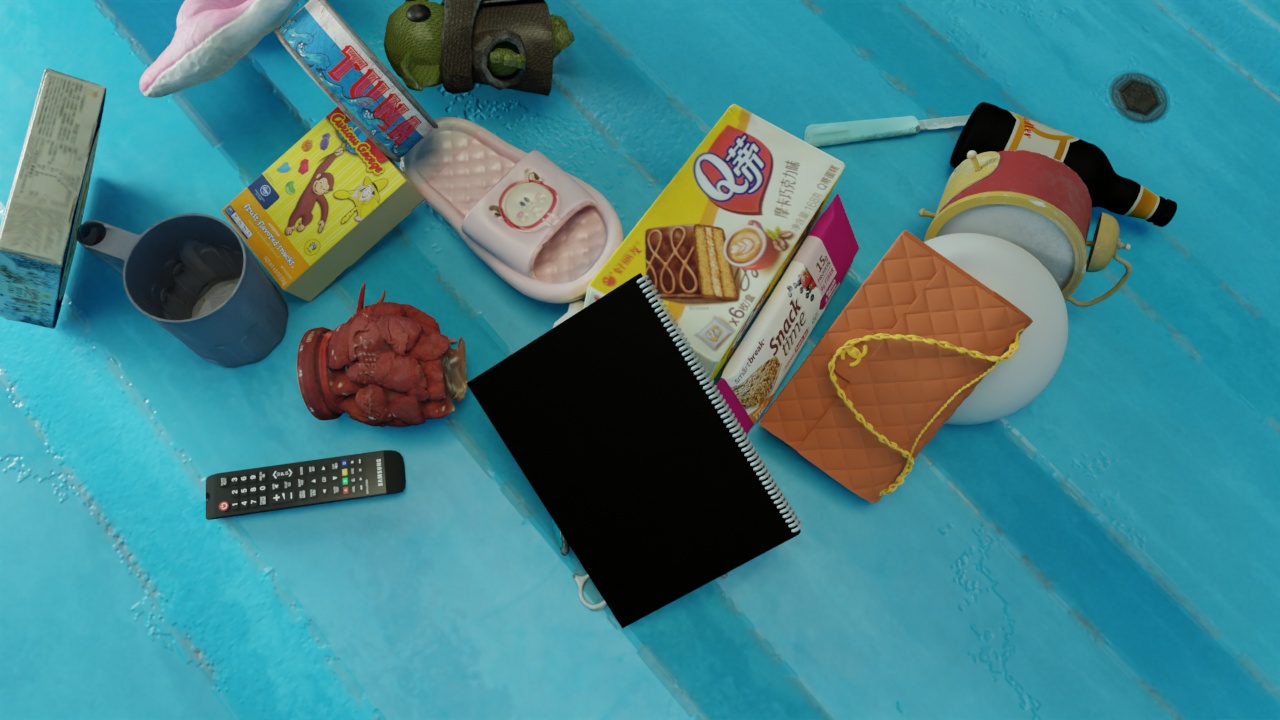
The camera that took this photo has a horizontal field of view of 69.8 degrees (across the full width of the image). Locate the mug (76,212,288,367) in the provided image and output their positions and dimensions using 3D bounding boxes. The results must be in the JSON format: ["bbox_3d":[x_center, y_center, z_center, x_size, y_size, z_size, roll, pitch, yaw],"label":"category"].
[{"bbox_3d":[-0.337,-0.055,0.684,0.124,0.104,0.083,18,71,4],"label":"mug"}]

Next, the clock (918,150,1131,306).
[{"bbox_3d":[0.305,-0.097,0.721,0.159,0.117,0.081,30,54,0],"label":"clock"}]

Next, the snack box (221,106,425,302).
[{"bbox_3d":[-0.251,-0.124,0.729,0.126,0.040,0.088,-42,77,0],"label":"snack box"}]

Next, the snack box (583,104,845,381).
[{"bbox_3d":[0.058,-0.091,0.713,0.110,0.062,0.229,31,60,8],"label":"snack box"}]

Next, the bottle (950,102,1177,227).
[{"bbox_3d":[0.359,-0.157,0.774,0.181,0.059,0.059,24,71,6],"label":"bottle"}]

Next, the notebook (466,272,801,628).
[{"bbox_3d":[-0.005,0.065,0.637,0.149,0.016,0.206,-31,93,13],"label":"notebook"}]

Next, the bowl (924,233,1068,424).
[{"bbox_3d":[0.241,-0.018,0.687,0.150,0.043,0.149,4,104,16],"label":"bowl"}]

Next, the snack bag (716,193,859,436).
[{"bbox_3d":[0.119,-0.036,0.721,0.016,0.070,0.196,19,67,40],"label":"snack bag"}]

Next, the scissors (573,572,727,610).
[{"bbox_3d":[-0.011,0.115,0.687,0.175,0.014,0.141,36,76,12],"label":"scissors"}]

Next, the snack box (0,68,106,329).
[{"bbox_3d":[-0.438,-0.115,0.681,0.042,0.145,0.144,13,67,-31],"label":"snack box"}]

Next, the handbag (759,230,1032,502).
[{"bbox_3d":[0.180,0.010,0.661,0.109,0.060,0.172,37,111,7],"label":"handbag"}]

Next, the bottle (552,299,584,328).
[{"bbox_3d":[-0.004,0.004,0.710,0.136,0.044,0.044,32,72,8],"label":"bottle"}]

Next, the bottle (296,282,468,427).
[{"bbox_3d":[-0.187,-0.001,0.685,0.111,0.099,0.098,-6,71,6],"label":"bottle"}]

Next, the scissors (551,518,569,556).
[{"bbox_3d":[-0.039,0.072,0.686,0.124,0.019,0.154,6,75,5],"label":"scissors"}]

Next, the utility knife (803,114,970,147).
[{"bbox_3d":[0.224,-0.206,0.808,0.165,0.015,0.022,-7,72,-3],"label":"utility knife"}]

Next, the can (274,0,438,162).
[{"bbox_3d":[-0.218,-0.218,0.712,0.044,0.130,0.130,-42,77,1],"label":"can"}]

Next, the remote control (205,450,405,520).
[{"bbox_3d":[-0.251,0.093,0.683,0.147,0.015,0.033,-8,71,-5],"label":"remote control"}]

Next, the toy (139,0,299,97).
[{"bbox_3d":[-0.334,-0.327,0.743,0.187,0.128,0.265,-22,44,22],"label":"toy"}]

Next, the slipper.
[{"bbox_3d":[-0.106,-0.131,0.741,0.221,0.056,0.106,38,73,20],"label":"slipper"}]

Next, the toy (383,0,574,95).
[{"bbox_3d":[-0.135,-0.267,0.766,0.152,0.078,0.179,-4,36,-13],"label":"toy"}]
